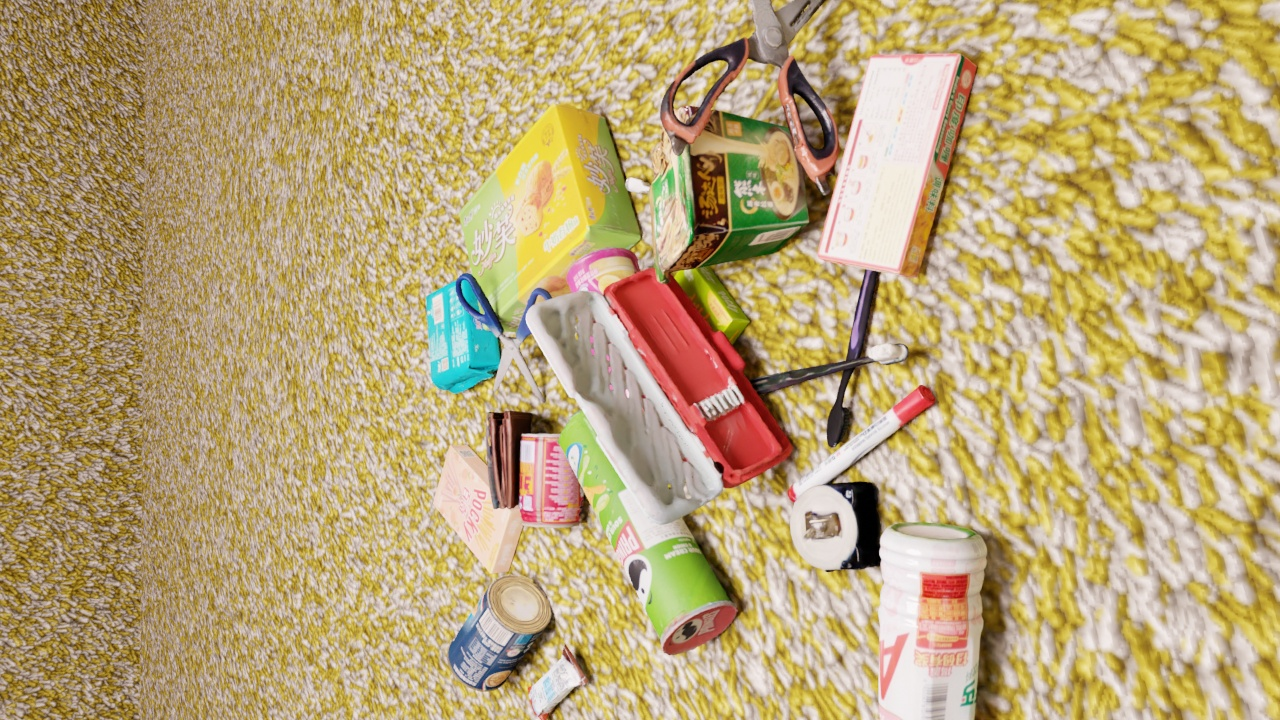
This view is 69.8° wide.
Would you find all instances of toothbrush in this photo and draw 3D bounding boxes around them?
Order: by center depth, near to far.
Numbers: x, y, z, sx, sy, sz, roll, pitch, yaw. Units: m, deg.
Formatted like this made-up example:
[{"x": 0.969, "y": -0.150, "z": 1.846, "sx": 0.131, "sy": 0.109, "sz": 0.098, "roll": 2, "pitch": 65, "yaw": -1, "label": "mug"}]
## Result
[{"x": 0.168, "y": -0.025, "z": 0.698, "sx": 0.014, "sy": 0.016, "sz": 0.189, "roll": 16, "pitch": 95, "yaw": 46, "label": "toothbrush"}, {"x": 0.134, "y": 0.009, "z": 0.713, "sx": 0.181, "sy": 0.018, "sz": 0.015, "roll": -19, "pitch": 67, "yaw": 57, "label": "toothbrush"}, {"x": 0.047, "y": -0.146, "z": 0.847, "sx": 0.180, "sy": 0.016, "sz": 0.016, "roll": 27, "pitch": 109, "yaw": 45, "label": "toothbrush"}]

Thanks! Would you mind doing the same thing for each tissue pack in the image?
[{"x": -0.214, "y": -0.031, "z": 1.110, "sx": 0.093, "sy": 0.050, "sz": 0.133, "roll": -18, "pitch": 73, "yaw": 45, "label": "tissue pack"}]

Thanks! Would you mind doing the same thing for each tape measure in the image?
[{"x": 0.146, "y": 0.125, "z": 0.690, "sx": 0.066, "sy": 0.033, "sz": 0.065, "roll": -18, "pitch": 71, "yaw": 47, "label": "tape measure"}]

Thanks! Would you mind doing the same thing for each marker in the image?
[{"x": 0.162, "y": 0.066, "z": 0.690, "sx": 0.146, "sy": 0.017, "sz": 0.017, "roll": -47, "pitch": 53, "yaw": 36, "label": "marker"}]

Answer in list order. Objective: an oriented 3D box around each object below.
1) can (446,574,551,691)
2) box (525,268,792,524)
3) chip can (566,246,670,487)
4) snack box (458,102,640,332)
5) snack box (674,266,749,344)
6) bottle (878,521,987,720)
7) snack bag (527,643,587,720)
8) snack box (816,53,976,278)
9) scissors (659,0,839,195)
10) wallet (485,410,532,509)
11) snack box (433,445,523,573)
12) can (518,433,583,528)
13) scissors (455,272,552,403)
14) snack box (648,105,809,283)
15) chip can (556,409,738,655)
[{"x": -0.152, "y": 0.293, "z": 0.988, "sx": 0.111, "sy": 0.075, "sz": 0.075, "roll": -56, "pitch": 48, "yaw": 29, "label": "can"}, {"x": 0.014, "y": 0.022, "z": 0.732, "sx": 0.201, "sy": 0.157, "sz": 0.039, "roll": 57, "pitch": 147, "yaw": 16, "label": "box"}, {"x": -0.005, "y": 0.005, "z": 0.806, "sx": 0.072, "sy": 0.071, "sz": 0.210, "roll": -41, "pitch": 58, "yaw": 39, "label": "chip can"}, {"x": -0.104, "y": -0.144, "z": 0.977, "sx": 0.211, "sy": 0.070, "sz": 0.157, "roll": -36, "pitch": 61, "yaw": 41, "label": "snack box"}, {"x": 0.030, "y": -0.007, "z": 0.843, "sx": 0.157, "sy": 0.026, "sz": 0.085, "roll": -55, "pitch": 50, "yaw": 30, "label": "snack box"}, {"x": 0.191, "y": 0.210, "z": 0.609, "sx": 0.068, "sy": 0.068, "sz": 0.197, "roll": 4, "pitch": 94, "yaw": 49, "label": "bottle"}, {"x": -0.088, "y": 0.336, "z": 0.946, "sx": 0.048, "sy": 0.026, "sz": 0.104, "roll": 54, "pitch": 125, "yaw": 29, "label": "snack bag"}, {"x": 0.184, "y": -0.143, "z": 0.670, "sx": 0.077, "sy": 0.027, "sz": 0.156, "roll": 21, "pitch": 99, "yaw": 48, "label": "snack box"}, {"x": 0.092, "y": -0.226, "z": 0.696, "sx": 0.015, "sy": 0.188, "sz": 0.225, "roll": 149, "pitch": 107, "yaw": -67, "label": "scissors"}, {"x": -0.138, "y": 0.104, "z": 0.975, "sx": 0.124, "sy": 0.032, "sz": 0.101, "roll": 48, "pitch": -139, "yaw": -85, "label": "wallet"}, {"x": -0.192, "y": 0.172, "z": 1.082, "sx": 0.157, "sy": 0.026, "sz": 0.084, "roll": 35, "pitch": 113, "yaw": 45, "label": "snack box"}, {"x": -0.091, "y": 0.122, "z": 0.939, "sx": 0.067, "sy": 0.066, "sz": 0.093, "roll": -4, "pitch": 83, "yaw": 49, "label": "can"}, {"x": -0.138, "y": -0.027, "z": 0.973, "sx": 0.162, "sy": 0.012, "sz": 0.175, "roll": 45, "pitch": 133, "yaw": -11, "label": "scissors"}, {"x": 0.071, "y": -0.131, "z": 0.732, "sx": 0.118, "sy": 0.105, "sz": 0.117, "roll": 135, "pitch": 132, "yaw": -75, "label": "snack box"}, {"x": 0.000, "y": 0.144, "z": 0.829, "sx": 0.072, "sy": 0.072, "sz": 0.236, "roll": -56, "pitch": 48, "yaw": 30, "label": "chip can"}]
